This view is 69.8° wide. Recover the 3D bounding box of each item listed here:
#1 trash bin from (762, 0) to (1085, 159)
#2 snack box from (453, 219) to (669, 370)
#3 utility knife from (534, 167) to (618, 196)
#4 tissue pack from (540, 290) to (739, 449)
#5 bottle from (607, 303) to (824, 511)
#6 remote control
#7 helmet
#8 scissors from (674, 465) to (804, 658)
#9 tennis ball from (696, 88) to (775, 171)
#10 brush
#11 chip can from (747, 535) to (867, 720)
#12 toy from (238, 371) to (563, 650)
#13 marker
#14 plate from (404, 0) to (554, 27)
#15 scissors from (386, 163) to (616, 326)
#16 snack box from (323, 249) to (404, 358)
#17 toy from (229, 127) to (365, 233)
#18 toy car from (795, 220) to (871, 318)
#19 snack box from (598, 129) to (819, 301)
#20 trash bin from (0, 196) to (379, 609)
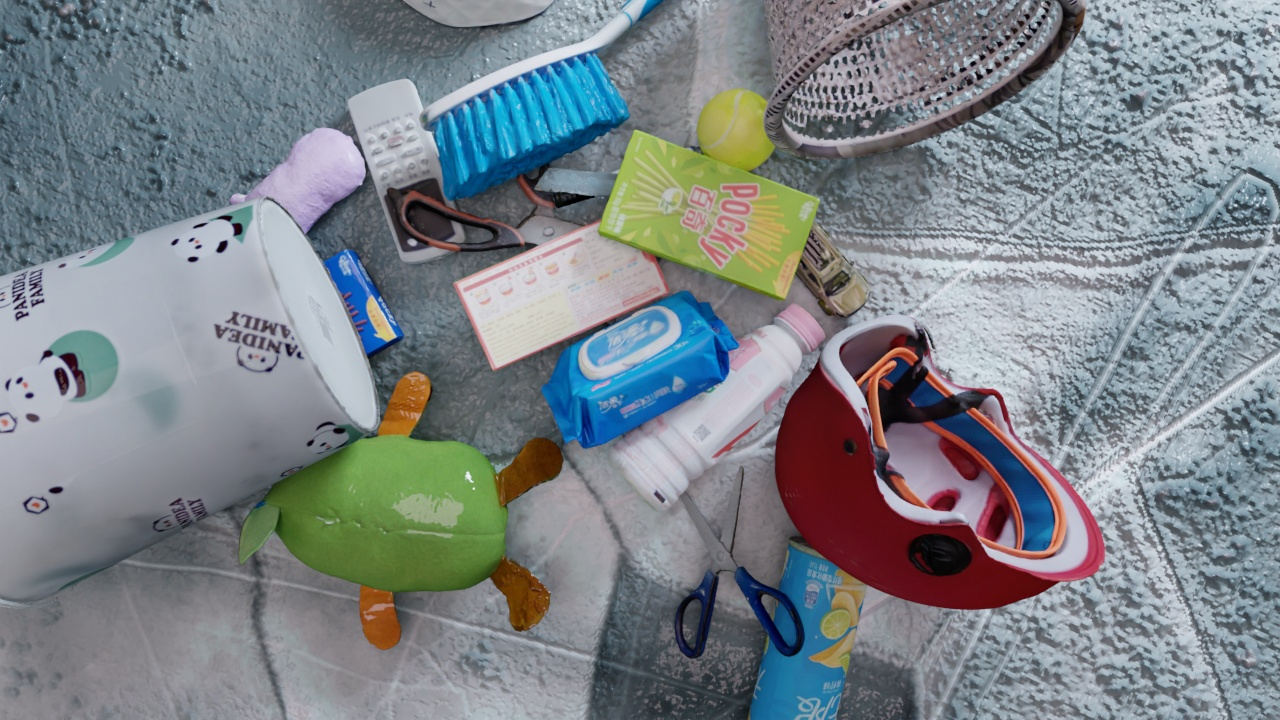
[{"bbox_3d":[0.177,-0.285,0.675,0.227,0.227,0.192,-14,78,0],"label":"trash bin"},{"bbox_3d":[-0.062,-0.057,0.736,0.155,0.027,0.077,-24,95,-8],"label":"snack box"},{"bbox_3d":[0.024,-0.134,0.742,0.219,0.015,0.033,4,98,-10],"label":"utility knife"},{"bbox_3d":[-0.004,0.004,0.721,0.157,0.095,0.052,-28,122,0],"label":"tissue pack"},{"bbox_3d":[0.065,0.034,0.738,0.197,0.068,0.068,-42,90,-3],"label":"bottle"},{"bbox_3d":[-0.193,-0.156,0.761,0.058,0.021,0.150,-20,89,0],"label":"remote control"},{"bbox_3d":[0.200,0.095,0.682,0.240,0.206,0.144,41,125,2],"label":"helmet"},{"bbox_3d":[0.068,0.171,0.736,0.176,0.012,0.163,43,117,31],"label":"scissors"},{"bbox_3d":[0.078,-0.184,0.736,0.065,0.065,0.065,0,90,0],"label":"tennis ball"},{"bbox_3d":[-0.033,-0.238,0.732,0.314,0.060,0.109,-26,87,-9],"label":"brush"},{"bbox_3d":[0.128,0.252,0.734,0.071,0.071,0.210,13,90,0],"label":"chip can"},{"bbox_3d":[-0.184,0.122,0.729,0.247,0.090,0.227,7,89,4],"label":"toy"},{"bbox_3d":[-0.010,-0.152,0.751,0.130,0.018,0.022,-19,86,-9],"label":"marker"},{"bbox_3d":[-0.136,-0.381,0.749,0.205,0.045,0.205,0,89,1],"label":"plate"},{"bbox_3d":[-0.095,-0.116,0.752,0.189,0.015,0.226,-24,90,-10],"label":"scissors"},{"bbox_3d":[-0.286,-0.017,0.760,0.157,0.026,0.084,-30,90,1],"label":"snack box"},{"bbox_3d":[-0.272,-0.142,0.753,0.084,0.039,0.108,44,88,0],"label":"toy"},{"bbox_3d":[0.151,-0.075,0.752,0.042,0.035,0.090,-40,92,1],"label":"toy car"},{"bbox_3d":[0.053,-0.112,0.717,0.156,0.026,0.085,20,88,-2],"label":"snack box"},{"bbox_3d":[-0.340,0.015,0.644,0.252,0.229,0.229,-23,90,-5],"label":"trash bin"}]
